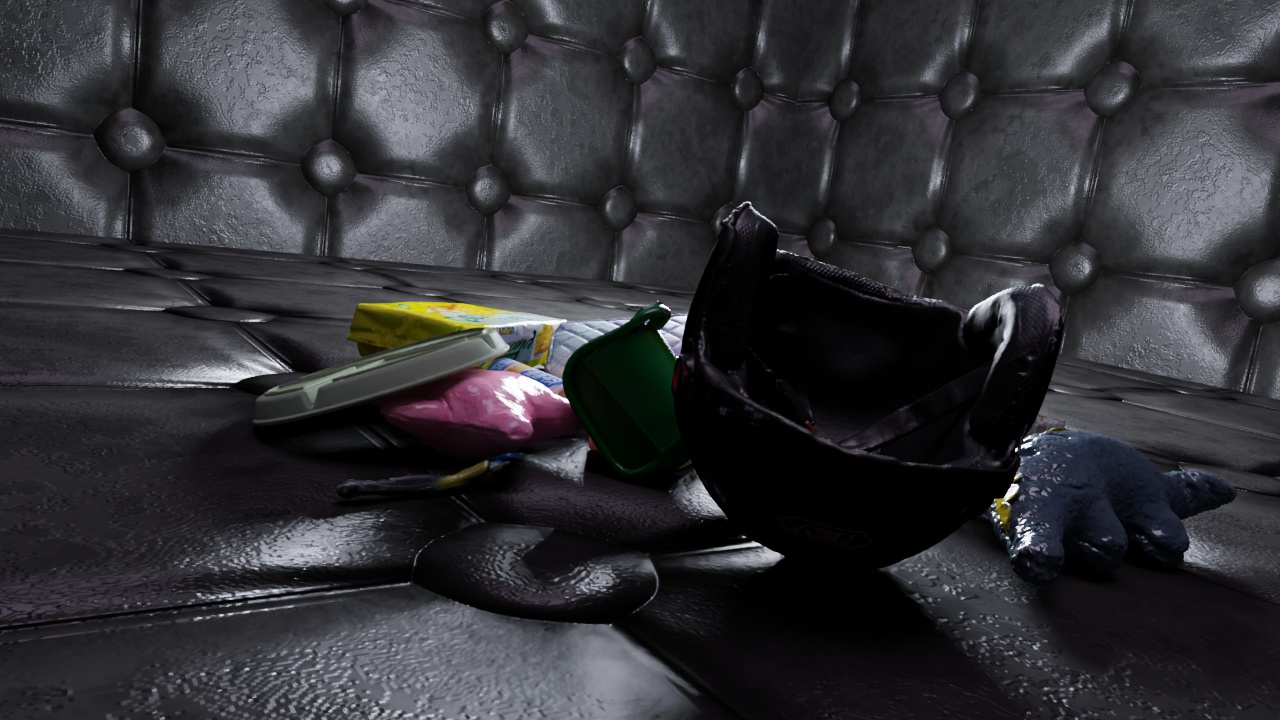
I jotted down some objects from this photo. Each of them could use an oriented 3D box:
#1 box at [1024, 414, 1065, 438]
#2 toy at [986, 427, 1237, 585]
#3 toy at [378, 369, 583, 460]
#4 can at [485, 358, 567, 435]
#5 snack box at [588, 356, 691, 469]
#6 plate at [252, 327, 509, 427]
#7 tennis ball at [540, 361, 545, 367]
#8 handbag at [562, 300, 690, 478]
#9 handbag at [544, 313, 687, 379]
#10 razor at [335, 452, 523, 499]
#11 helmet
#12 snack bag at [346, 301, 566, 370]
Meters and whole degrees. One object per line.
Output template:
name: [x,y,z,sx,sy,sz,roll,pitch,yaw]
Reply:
box: [0.283,0.066,0.971,0.177,0.088,0.262,2,11,-35]
toy: [0.364,0.112,0.746,0.355,0.091,0.138,-2,25,-37]
toy: [-0.143,0.044,0.802,0.179,0.074,0.194,8,5,16]
can: [-0.110,0.036,0.942,0.053,0.053,0.135,1,11,-38]
snack box: [0.014,0.044,0.869,0.094,0.093,0.077,11,9,26]
plate: [-0.231,0.010,0.818,0.230,0.027,0.230,-15,8,2]
tennis ball: [-0.117,-0.019,1.262,0.065,0.065,0.065,7,9,-1]
handbag: [0.007,0.030,0.792,0.120,0.131,0.067,-36,-12,21]
handbag: [-0.006,0.006,1.033,0.194,0.076,0.134,-3,27,3]
razor: [-0.153,0.088,0.671,0.142,0.022,0.043,-4,-12,-42]
helmet: [0.138,0.031,0.631,0.233,0.231,0.273,16,33,7]
snack bag: [-0.203,-0.025,1.065,0.158,0.068,0.246,12,9,25]
